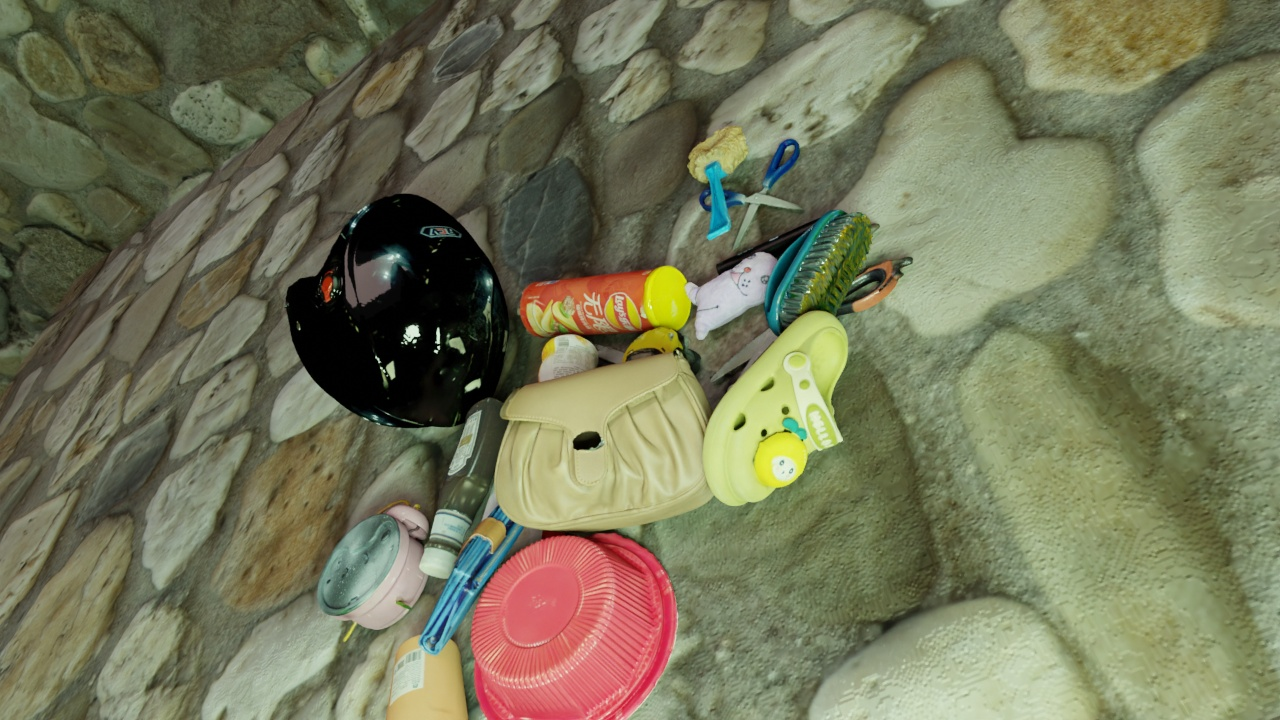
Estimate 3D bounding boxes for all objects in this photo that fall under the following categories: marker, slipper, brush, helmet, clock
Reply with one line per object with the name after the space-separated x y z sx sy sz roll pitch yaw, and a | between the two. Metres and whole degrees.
0.141 -0.118 0.965 0.132 0.020 0.022 -23 69 24 | marker
0.127 0.040 0.760 0.082 0.091 0.190 17 62 48 | slipper
-0.150 0.133 0.981 0.018 0.023 0.130 10 50 2 | marker
0.089 -0.201 1.046 0.083 0.046 0.254 -25 31 20 | brush
-0.267 -0.048 1.087 0.230 0.232 0.275 29 114 38 | helmet
0.157 -0.081 0.852 0.074 0.055 0.143 11 62 47 | brush
-0.282 0.215 0.991 0.117 0.060 0.158 -30 39 19 | clock

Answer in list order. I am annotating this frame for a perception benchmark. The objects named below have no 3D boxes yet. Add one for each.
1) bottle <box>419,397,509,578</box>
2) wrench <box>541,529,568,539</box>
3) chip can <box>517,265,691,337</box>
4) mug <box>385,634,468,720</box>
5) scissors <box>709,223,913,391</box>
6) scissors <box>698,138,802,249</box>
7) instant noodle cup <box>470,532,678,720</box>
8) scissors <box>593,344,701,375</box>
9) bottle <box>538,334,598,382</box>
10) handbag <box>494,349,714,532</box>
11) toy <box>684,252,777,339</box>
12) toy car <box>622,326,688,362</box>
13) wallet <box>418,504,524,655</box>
-0.189 0.137 0.987 0.080 0.044 0.194 -31 37 51 | bottle
-0.087 0.186 0.872 0.056 0.016 0.272 -27 39 20 | wrench
-0.045 -0.063 1.040 0.217 0.073 0.073 -2 52 44 | chip can
-0.187 0.304 0.800 0.078 0.078 0.122 -36 32 10 | mug
0.162 -0.048 0.876 0.216 0.015 0.195 -12 46 35 | scissors
0.129 -0.190 1.055 0.163 0.012 0.172 -1 53 43 | scissors
-0.069 0.216 0.762 0.194 0.066 0.193 -19 41 17 | instant noodle cup
0.003 -0.003 0.986 0.137 0.014 0.174 -34 35 15 | scissors
-0.079 0.023 0.990 0.063 0.063 0.108 -24 39 24 | bottle
-0.033 0.075 0.815 0.205 0.100 0.147 -13 71 15 | handbag
0.097 -0.073 0.941 0.108 0.039 0.083 -31 44 17 | toy
0.001 0.035 0.903 0.071 0.041 0.155 -1 66 42 | toy car
-0.152 0.192 0.841 0.107 0.040 0.132 -60 0 28 | wallet
